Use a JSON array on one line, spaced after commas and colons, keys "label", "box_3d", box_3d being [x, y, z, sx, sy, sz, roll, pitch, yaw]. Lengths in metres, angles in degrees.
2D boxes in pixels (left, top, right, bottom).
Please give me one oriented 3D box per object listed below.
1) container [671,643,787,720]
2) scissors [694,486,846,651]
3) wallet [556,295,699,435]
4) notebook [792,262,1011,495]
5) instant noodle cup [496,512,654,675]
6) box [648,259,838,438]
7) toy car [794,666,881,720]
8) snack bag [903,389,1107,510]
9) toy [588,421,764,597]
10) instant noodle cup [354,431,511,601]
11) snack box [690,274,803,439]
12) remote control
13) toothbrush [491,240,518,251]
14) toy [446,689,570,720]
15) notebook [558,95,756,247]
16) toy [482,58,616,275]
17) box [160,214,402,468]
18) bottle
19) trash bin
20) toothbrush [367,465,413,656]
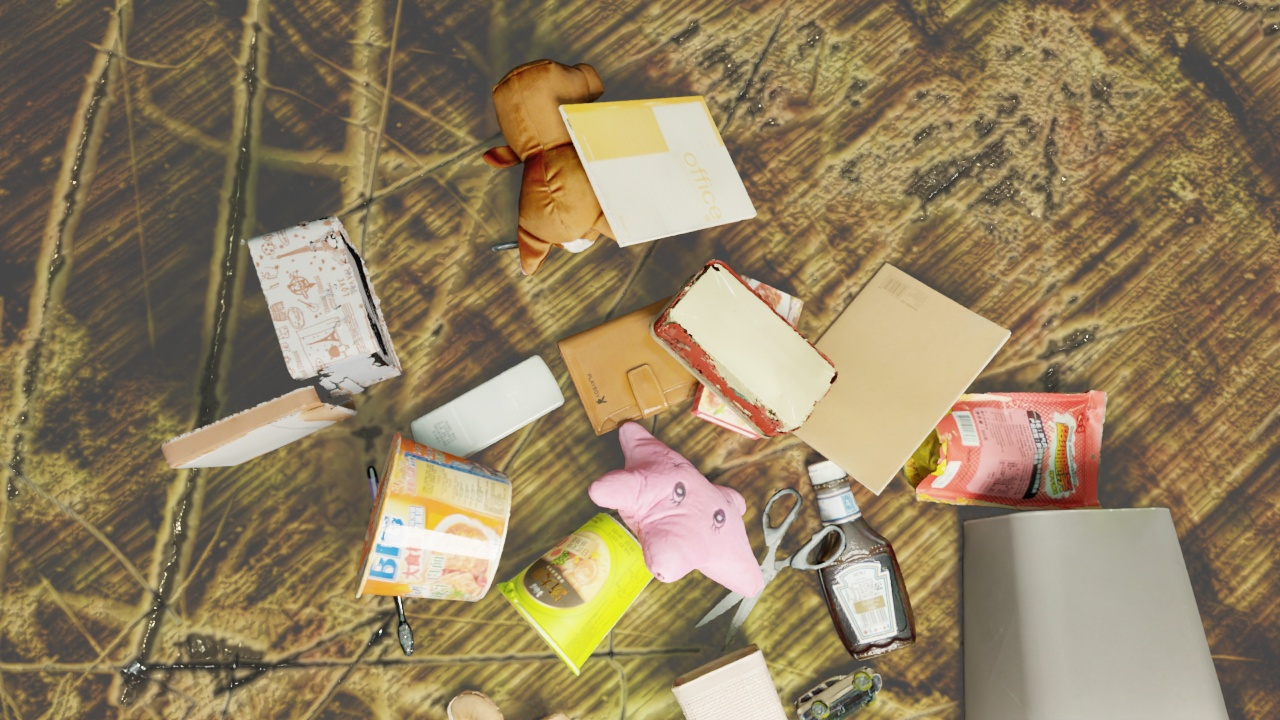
[{"label": "container", "box_3d": [0.092, 0.337, 0.857, 0.090, 0.090, 0.111, -23, 77, -2]}, {"label": "scissors", "box_3d": [0.129, 0.207, 0.905, 0.166, 0.014, 0.163, -4, 74, 18]}, {"label": "wallet", "box_3d": [-0.006, 0.005, 0.931, 0.131, 0.031, 0.108, -22, 84, -7]}, {"label": "notebook", "box_3d": [0.245, 0.011, 0.928, 0.149, 0.012, 0.211, 37, 81, 29]}, {"label": "instant noodle cup", "box_3d": [-0.054, 0.212, 0.869, 0.123, 0.112, 0.111, -42, 88, -17]}, {"label": "box", "box_3d": [0.099, -0.009, 0.870, 0.168, 0.077, 0.091, 42, 70, -4]}, {"label": "toy car", "box_3d": [0.195, 0.331, 0.902, 0.090, 0.042, 0.035, -28, 42, -6]}, {"label": "snack bag", "box_3d": [0.380, 0.092, 0.939, 0.207, 0.073, 0.128, 2, 87, -10]}, {"label": "toy", "box_3d": [0.040, 0.152, 0.853, 0.194, 0.178, 0.075, 37, 120, -9]}, {"label": "instant noodle cup", "box_3d": [-0.188, 0.151, 0.842, 0.111, 0.151, 0.151, 16, 82, -16]}, {"label": "snack box", "box_3d": [0.109, -0.004, 0.927, 0.075, 0.025, 0.152, 22, 73, -11]}, {"label": "remote control", "box_3d": [-0.152, 0.053, 0.916, 0.150, 0.021, 0.058, -29, 86, -8]}, {"label": "toothbrush", "box_3d": [-0.064, -0.128, 0.949, 0.181, 0.015, 0.018, -9, 93, -6]}, {"label": "toy", "box_3d": [-0.094, 0.400, 0.855, 0.226, 0.082, 0.143, 26, 77, 2]}, {"label": "notebook", "box_3d": [0.023, -0.192, 0.907, 0.205, 0.010, 0.146, -19, 84, -44]}, {"label": "toy", "box_3d": [-0.080, -0.191, 0.907, 0.140, 0.130, 0.199, -22, 73, 20]}, {"label": "box", "box_3d": [-0.328, -0.015, 0.832, 0.205, 0.181, 0.158, -24, 87, -8]}, {"label": "bottle", "box_3d": [0.213, 0.195, 0.919, 0.080, 0.044, 0.195, -17, 83, 3]}, {"label": "trash bin", "box_3d": [0.410, 0.254, 0.862, 0.198, 0.199, 0.219, 0, 76, -6]}, {"label": "toothbrush", "box_3d": [-0.245, 0.195, 0.896, 0.014, 0.017, 0.189, -12, 83, -12]}]
